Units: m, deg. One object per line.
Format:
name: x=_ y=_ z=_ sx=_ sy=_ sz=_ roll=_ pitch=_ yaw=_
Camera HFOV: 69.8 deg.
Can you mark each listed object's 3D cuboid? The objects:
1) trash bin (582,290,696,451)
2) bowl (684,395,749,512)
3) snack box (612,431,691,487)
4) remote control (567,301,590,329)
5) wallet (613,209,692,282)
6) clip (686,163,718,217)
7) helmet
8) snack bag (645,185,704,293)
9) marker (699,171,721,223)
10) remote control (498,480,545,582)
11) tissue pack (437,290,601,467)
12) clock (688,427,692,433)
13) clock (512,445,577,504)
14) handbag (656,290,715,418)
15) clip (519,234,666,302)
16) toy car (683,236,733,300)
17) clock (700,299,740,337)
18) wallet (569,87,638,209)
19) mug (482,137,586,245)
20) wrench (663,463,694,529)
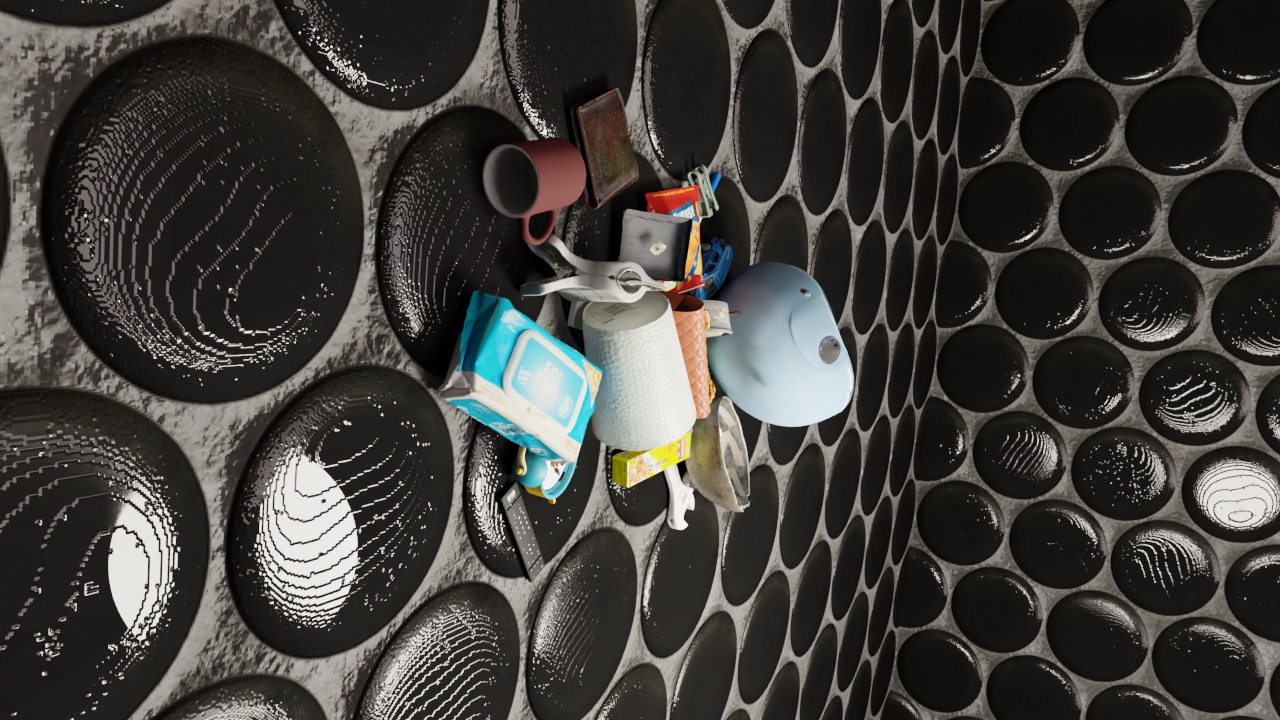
trash bin: x=-0.007 y=0.007 z=1.118 sx=0.133 sy=0.133 sz=0.161 roll=-47 pitch=137 yaw=-45
bowl: x=0.110 y=0.146 z=1.411 sx=0.178 sy=0.081 sz=0.178 roll=-9 pitch=90 yaw=-75
snack box: x=0.017 y=0.135 z=1.289 sx=0.147 sy=0.029 sz=0.040 roll=-19 pitch=115 yaw=-49
remote control: x=-0.047 y=-0.057 z=1.156 sx=0.135 sy=0.011 sz=0.050 roll=15 pitch=85 yaw=-61
wallet: x=0.014 y=-0.146 z=1.189 sx=0.114 sy=0.026 sz=0.089 roll=1 pitch=101 yaw=-35
clip: x=0.089 y=-0.245 z=1.319 sx=0.045 sy=0.023 sz=0.076 roll=-46 pitch=127 yaw=-39
helmet: x=0.197 y=-0.006 z=1.397 sx=0.166 sy=0.226 sz=0.265 roll=-34 pitch=98 yaw=-24
snack bag: x=0.047 y=-0.162 z=1.259 sx=0.130 sy=0.039 sz=0.144 roll=-22 pitch=113 yaw=-51
marker: x=0.090 y=-0.219 z=1.350 sx=0.013 sy=0.013 sz=0.141 roll=53 pitch=53 yaw=-52
remote control: x=-0.138 y=0.202 z=1.073 sx=0.030 sy=0.009 sz=0.140 roll=-50 pitch=139 yaw=-42
tissue pack: x=-0.117 y=0.026 z=0.968 sx=0.209 sy=0.066 sz=0.116 roll=41 pitch=58 yaw=-44
clock: x=0.069 y=0.037 z=1.348 sx=0.119 sy=0.043 sz=0.094 roll=-60 pitch=145 yaw=-48
clock: x=-0.108 y=0.111 z=1.069 sx=0.098 sy=0.044 sz=0.130 roll=-63 pitch=153 yaw=-28
handbag: x=0.040 y=-0.011 z=1.204 sx=0.060 sy=0.109 sz=0.172 roll=-54 pitch=147 yaw=-45
clip: x=-0.060 y=-0.091 z=1.025 sx=0.144 sy=0.125 sz=0.075 roll=9 pitch=86 yaw=-36
toy car: x=0.100 y=-0.130 z=1.361 sx=0.120 sy=0.044 sz=0.056 roll=-61 pitch=148 yaw=-27
clock: x=0.069 y=-0.056 z=1.275 sx=0.147 sy=0.104 sz=0.056 roll=8 pitch=82 yaw=-56
wallet: x=-0.044 y=-0.253 z=1.089 sx=0.099 sy=0.031 sz=0.120 roll=-47 pitch=134 yaw=-49
mug: x=-0.107 y=-0.174 z=0.949 sx=0.082 sy=0.073 sz=0.106 roll=-29 pitch=119 yaw=-55
wrench: x=0.041 y=0.147 z=1.367 sx=0.066 sy=0.018 sz=0.274 roll=-52 pitch=139 yaw=-40
